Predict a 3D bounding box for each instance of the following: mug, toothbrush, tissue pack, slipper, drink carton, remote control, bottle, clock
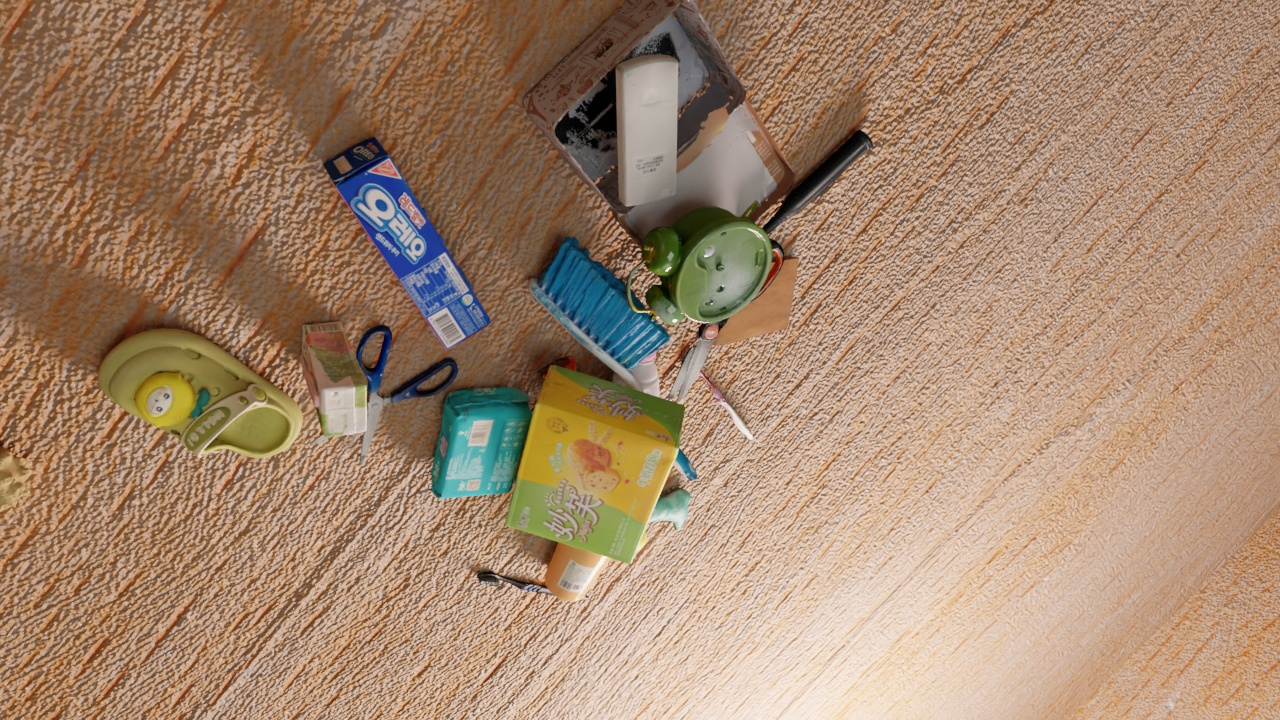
[{"bbox_3d":[-0.073,0.244,1.168,0.078,0.078,0.123,10,119,-34],"label":"mug"},{"bbox_3d":[-0.137,0.301,1.206,0.189,0.016,0.014,25,113,-40],"label":"toothbrush"},{"bbox_3d":[-0.178,0.094,1.018,0.093,0.050,0.134,0,121,-32],"label":"tissue pack"},{"bbox_3d":[-0.392,0.043,0.842,0.091,0.081,0.190,-49,134,4],"label":"slipper"},{"bbox_3d":[-0.288,0.015,0.854,0.045,0.122,0.054,-6,123,-26],"label":"drink carton"},{"bbox_3d":[0.101,0.054,1.176,0.017,0.016,0.187,-36,132,6],"label":"toothbrush"},{"bbox_3d":[0.179,-0.184,1.054,0.212,0.026,0.027,-42,140,2],"label":"toothbrush"},{"bbox_3d":[0.006,-0.208,0.835,0.056,0.019,0.135,-17,130,-20],"label":"remote control"},{"bbox_3d":[-0.010,0.065,1.088,0.068,0.068,0.197,-10,120,-25],"label":"bottle"},{"bbox_3d":[0.057,-0.095,0.934,0.161,0.056,0.116,-23,134,-19],"label":"clock"}]

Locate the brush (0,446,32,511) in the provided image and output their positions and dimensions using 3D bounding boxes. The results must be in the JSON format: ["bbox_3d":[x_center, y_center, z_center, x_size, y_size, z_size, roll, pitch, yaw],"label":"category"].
[{"bbox_3d":[-0.602,0.042,0.751,0.083,0.046,0.255,-25,126,-8],"label":"brush"}]

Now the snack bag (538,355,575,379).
[{"bbox_3d":[-0.081,0.040,1.054,0.045,0.026,0.105,-34,133,-18],"label":"snack bag"}]

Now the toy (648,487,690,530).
[{"bbox_3d":[0.029,0.190,1.218,0.091,0.030,0.097,-2,115,-32],"label":"toy"}]

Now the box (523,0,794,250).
[{"bbox_3d":[0.031,-0.210,0.912,0.177,0.082,0.259,-43,131,2],"label":"box"}]

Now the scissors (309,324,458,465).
[{"bbox_3d":[-0.267,0.034,0.949,0.162,0.012,0.175,-17,129,-23],"label":"scissors"}]

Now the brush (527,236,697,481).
[{"bbox_3d":[-0.006,0.006,1.006,0.109,0.060,0.314,-42,111,11],"label":"brush"}]

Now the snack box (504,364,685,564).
[{"bbox_3d":[-0.053,0.120,1.023,0.157,0.069,0.211,17,129,-2],"label":"snack box"}]

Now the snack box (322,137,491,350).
[{"bbox_3d":[-0.213,-0.105,0.858,0.057,0.058,0.208,-33,132,-7],"label":"snack box"}]

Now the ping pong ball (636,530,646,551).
[{"bbox_3d":[-0.012,0.234,1.215,0.040,0.040,0.040,-15,127,-21],"label":"ping pong ball"}]

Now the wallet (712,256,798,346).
[{"bbox_3d":[0.137,-0.073,1.110,0.115,0.020,0.101,-12,125,-27],"label":"wallet"}]

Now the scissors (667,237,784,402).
[{"bbox_3d":[0.101,-0.044,1.077,0.148,0.021,0.235,-7,121,-20],"label":"scissors"}]
